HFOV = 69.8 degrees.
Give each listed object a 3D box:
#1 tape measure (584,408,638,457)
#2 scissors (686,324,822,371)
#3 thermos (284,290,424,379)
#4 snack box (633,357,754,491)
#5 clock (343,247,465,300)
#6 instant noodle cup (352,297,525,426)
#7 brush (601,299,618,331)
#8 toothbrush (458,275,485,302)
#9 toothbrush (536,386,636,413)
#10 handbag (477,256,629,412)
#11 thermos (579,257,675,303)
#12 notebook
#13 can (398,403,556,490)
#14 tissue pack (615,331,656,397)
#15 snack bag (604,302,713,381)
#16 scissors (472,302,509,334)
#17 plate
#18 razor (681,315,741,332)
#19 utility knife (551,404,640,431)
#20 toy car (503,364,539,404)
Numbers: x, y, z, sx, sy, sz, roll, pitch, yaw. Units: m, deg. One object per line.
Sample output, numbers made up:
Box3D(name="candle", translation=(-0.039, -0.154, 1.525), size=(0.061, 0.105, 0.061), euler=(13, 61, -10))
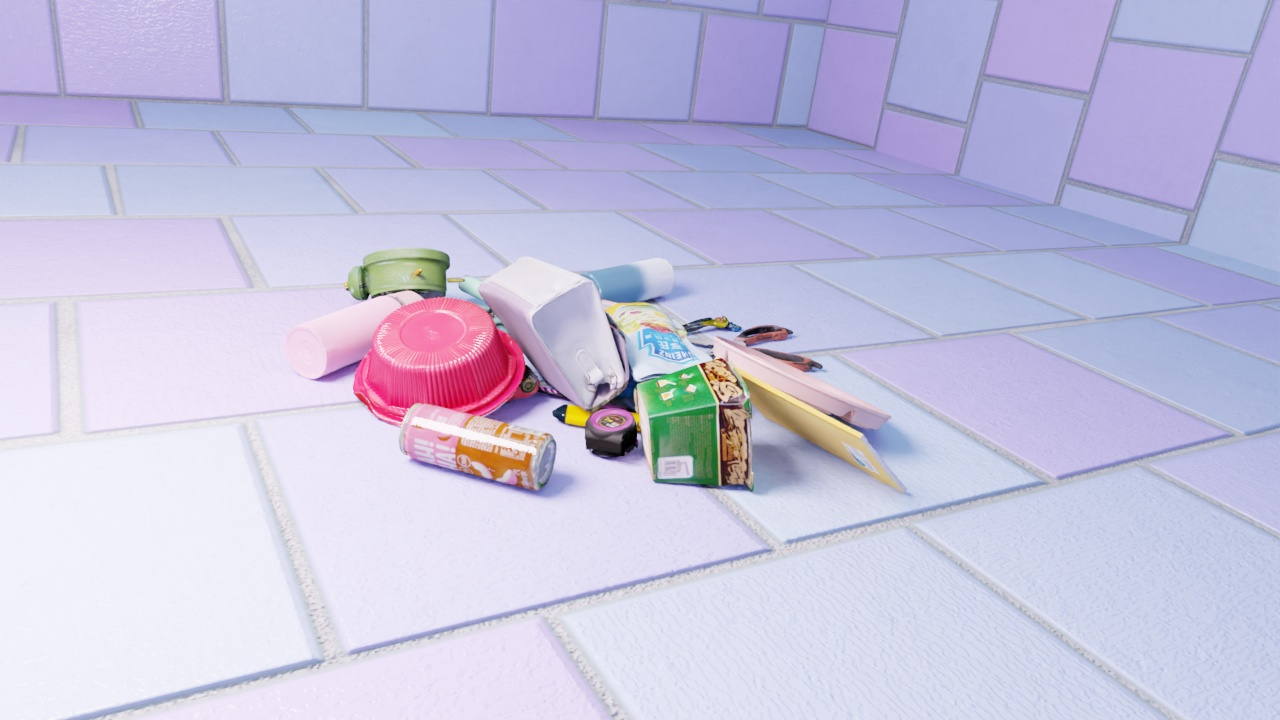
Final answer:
Box3D(name="tape measure", translation=(-0.031, 0.080, 0.984), size=(0.057, 0.039, 0.057), euler=(7, 28, 20))
Box3D(name="scissors", translation=(0.151, -0.022, 1.318), size=(0.222, 0.015, 0.188), euler=(11, 23, 7))
Box3D(name="thermos", translation=(-0.350, -0.036, 1.139), size=(0.087, 0.067, 0.198), euler=(-15, 11, 29))
Box3D(name="snack box", translation=(0.054, 0.071, 0.959), size=(0.105, 0.118, 0.117), euler=(-9, 24, -6))
Box3D(name="clock", translation=(-0.334, -0.111, 1.264), size=(0.161, 0.056, 0.116), euler=(-9, -9, 27))
Box3D(name="instant noodle cup", translation=(-0.229, -0.009, 1.032), size=(0.194, 0.066, 0.193), euler=(0, 41, 0))
Box3D(name="brush", translation=(-0.068, -0.057, 1.272), size=(0.146, 0.063, 0.073), euler=(16, 13, 20))
Box3D(name="toothbrush", translation=(-0.181, -0.079, 1.288), size=(0.225, 0.027, 0.026), euler=(24, 57, 39))
Box3D(name="toothbrush", translation=(-0.096, 0.038, 1.094), size=(0.189, 0.018, 0.014), euler=(12, 16, 8))
Box3D(name="handbag", translation=(-0.097, -0.037, 1.076), size=(0.098, 0.145, 0.197), euler=(-30, 25, -16))
Box3D(name="thermos", translation=(-0.039, -0.114, 1.420), size=(0.070, 0.070, 0.219), euler=(25, 29, 36))
Box3D(name="notebook", translation=(0.182, 0.070, 0.999), size=(0.206, 0.010, 0.146), euler=(30, -9, 43))
Box3D(name="can", translation=(-0.160, 0.084, 0.907), size=(0.147, 0.058, 0.057), euler=(13, 23, 12))
Box3D(name="tissue pack", translation=(-0.007, 0.007, 1.151), size=(0.095, 0.052, 0.157), euler=(2, 23, -10))
Box3D(name="snack bag", translation=(0.021, -0.020, 1.106), size=(0.110, 0.039, 0.191), euler=(10, 21, -23))
Box3D(name="scissors", translation=(-0.235, -0.063, 1.293), size=(0.179, 0.019, 0.172), euler=(14, 25, 19))
Box3D(name="plate", translation=(0.188, 0.028, 1.096), size=(0.229, 0.028, 0.229), euler=(23, 5, -3))
Box3D(name="razor", translation=(0.087, -0.051, 1.362), size=(0.142, 0.022, 0.043), euler=(-11, 27, -37))
Box3D(name="utility knife", translation=(-0.024, 0.070, 1.042), size=(0.154, 0.015, 0.033), euler=(8, 29, -1))
Box3D(name="toy car", translation=(-0.170, 0.034, 1.059), size=(0.106, 0.031, 0.049), euler=(-18, 36, -25))
